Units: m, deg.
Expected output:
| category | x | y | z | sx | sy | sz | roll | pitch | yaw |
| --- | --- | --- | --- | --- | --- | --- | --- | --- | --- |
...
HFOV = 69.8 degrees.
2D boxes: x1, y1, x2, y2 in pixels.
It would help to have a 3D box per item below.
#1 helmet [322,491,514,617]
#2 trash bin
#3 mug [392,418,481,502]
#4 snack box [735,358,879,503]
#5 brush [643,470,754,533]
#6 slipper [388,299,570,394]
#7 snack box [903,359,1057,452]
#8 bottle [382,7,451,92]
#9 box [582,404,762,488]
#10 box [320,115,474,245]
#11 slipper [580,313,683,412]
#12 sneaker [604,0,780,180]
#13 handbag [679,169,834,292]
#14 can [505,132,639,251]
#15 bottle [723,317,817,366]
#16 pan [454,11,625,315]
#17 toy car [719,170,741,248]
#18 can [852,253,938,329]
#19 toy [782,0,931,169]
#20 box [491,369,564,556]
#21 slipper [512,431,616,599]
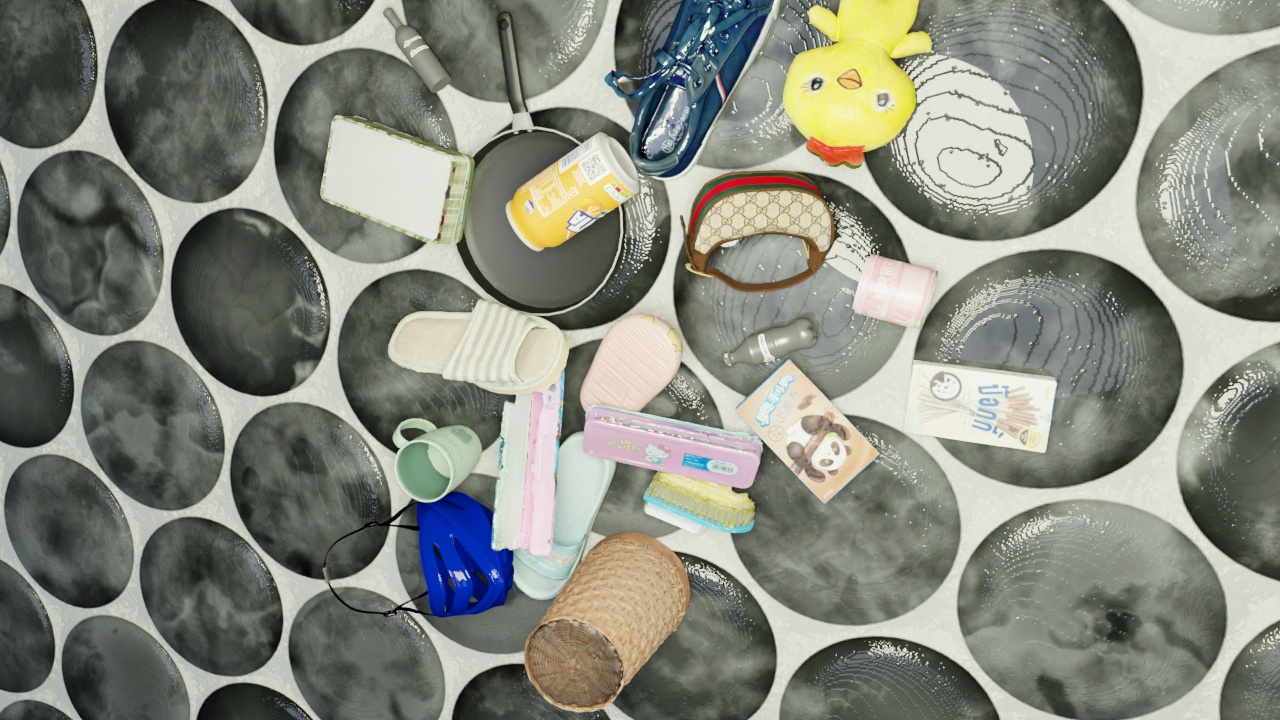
| category | x | y | z | sx | sy | sz | roll | pitch | yaw |
| --- | --- | --- | --- | --- | --- | --- | --- | --- | --- |
| helmet | -0.277 | 0.258 | 1.162 | 0.227 | 0.242 | 0.148 | -13 | 105 | -24 |
| trash bin | -0.037 | 0.318 | 1.113 | 0.151 | 0.209 | 0.151 | 4 | 105 | 16 |
| mug | -0.269 | 0.118 | 1.198 | 0.111 | 0.103 | 0.084 | 39 | 111 | 5 |
| snack box | 0.192 | 0.081 | 1.064 | 0.087 | 0.034 | 0.151 | -44 | 86 | 6 |
| brush | 0.074 | 0.180 | 1.129 | 0.136 | 0.055 | 0.075 | 21 | 131 | 13 |
| slipper | -0.210 | -0.020 | 1.134 | 0.273 | 0.054 | 0.114 | 9 | 62 | 32 |
| snack box | 0.372 | 0.049 | 1.012 | 0.150 | 0.026 | 0.082 | 8 | 105 | 16 |
| bottle | -0.276 | -0.382 | 1.118 | 0.030 | 0.030 | 0.113 | -36 | 90 | 22 |
| box | 0.037 | 0.100 | 1.097 | 0.214 | 0.036 | 0.076 | 12 | 138 | 4 |
| box | -0.303 | -0.225 | 1.138 | 0.206 | 0.050 | 0.118 | 21 | 106 | 23 |
| slipper | -0.007 | 0.006 | 1.104 | 0.093 | 0.081 | 0.198 | 44 | 136 | 5 |
| sneaker | 0.056 | -0.332 | 0.973 | 0.121 | 0.127 | 0.295 | 27 | 108 | 9 |
| handbag | 0.127 | -0.136 | 1.015 | 0.166 | 0.063 | 0.138 | -3 | 124 | -2 |
| can | -0.076 | -0.189 | 1.038 | 0.143 | 0.079 | 0.079 | -30 | 92 | 21 |
| bottle | 0.149 | -0.017 | 1.064 | 0.110 | 0.036 | 0.036 | -20 | 96 | 21 |
| pan | -0.132 | -0.232 | 1.105 | 0.226 | 0.034 | 0.356 | -3 | 102 | 19 |
| toy car | 0.105 | -0.171 | 1.046 | 0.039 | 0.027 | 0.090 | 20 | 108 | 11 |
| can | 0.274 | -0.075 | 0.993 | 0.076 | 0.067 | 0.067 | 16 | 107 | 13 |
| toy | 0.224 | -0.298 | 0.948 | 0.134 | 0.092 | 0.208 | 18 | 99 | 7 |
| box | -0.142 | 0.120 | 1.117 | 0.077 | 0.085 | 0.230 | 6 | 79 | -16 |
| slipper | -0.110 | 0.202 | 1.183 | 0.104 | 0.074 | 0.246 | 29 | 109 | 11 |
